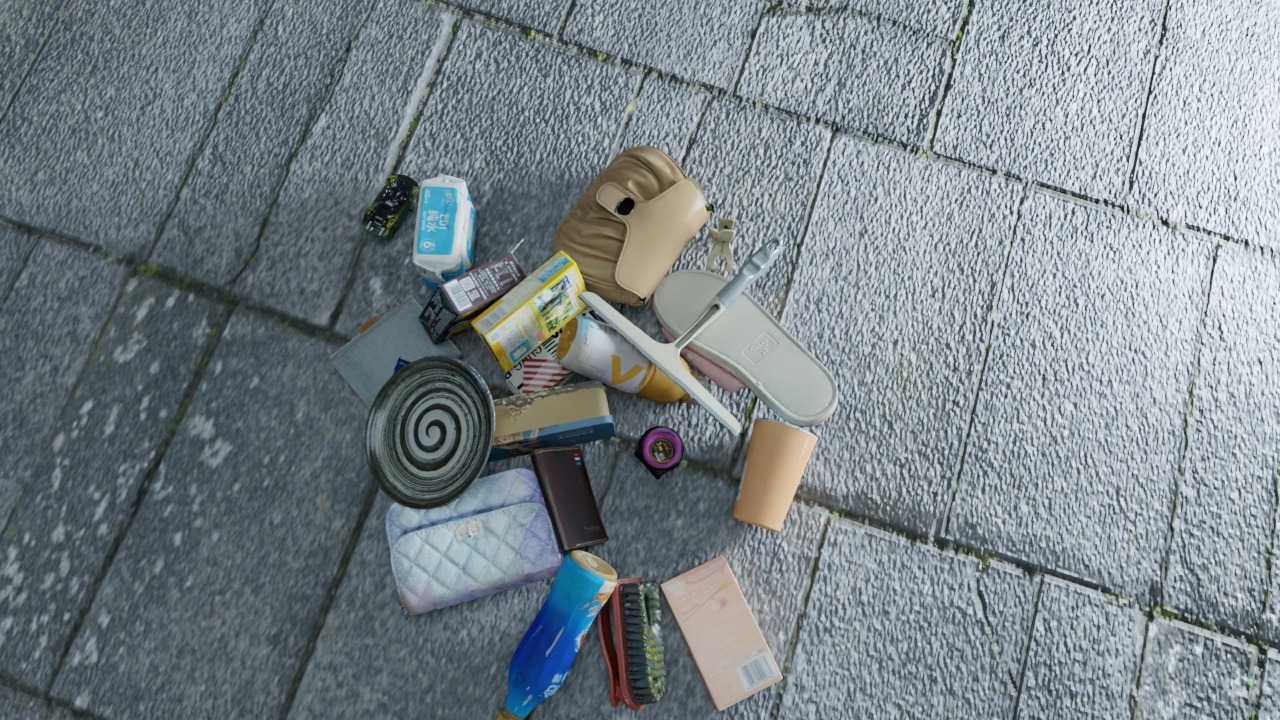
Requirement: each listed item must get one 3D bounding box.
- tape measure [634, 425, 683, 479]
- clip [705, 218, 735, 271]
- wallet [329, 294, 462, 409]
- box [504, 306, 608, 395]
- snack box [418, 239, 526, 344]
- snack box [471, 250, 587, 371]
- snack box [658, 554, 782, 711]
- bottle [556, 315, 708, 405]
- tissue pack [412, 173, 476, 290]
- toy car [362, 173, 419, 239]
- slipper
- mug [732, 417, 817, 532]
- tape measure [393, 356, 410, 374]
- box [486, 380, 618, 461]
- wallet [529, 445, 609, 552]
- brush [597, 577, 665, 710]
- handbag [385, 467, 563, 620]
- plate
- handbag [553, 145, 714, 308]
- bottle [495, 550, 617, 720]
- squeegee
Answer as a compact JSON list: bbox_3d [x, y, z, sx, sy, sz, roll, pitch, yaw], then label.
[{"bbox_3d":[0.025,0.109,1.119,0.058,0.039,0.057,-45,81,-7],"label":"tape measure"},{"bbox_3d":[0.104,-0.139,1.163,0.035,0.103,0.092,6,98,-2],"label":"clip"},{"bbox_3d":[-0.305,-0.006,1.141,0.129,0.037,0.106,-40,91,-10],"label":"wallet"},{"bbox_3d":[-0.098,-0.013,1.139,0.164,0.057,0.071,-43,94,-13],"label":"box"},{"bbox_3d":[-0.196,-0.081,1.110,0.125,0.113,0.053,-29,87,-30],"label":"snack box"},{"bbox_3d":[-0.128,-0.058,1.097,0.140,0.087,0.034,-39,61,-10],"label":"snack box"},{"bbox_3d":[0.092,0.316,1.072,0.084,0.026,0.157,-24,77,-7],"label":"snack box"},{"bbox_3d":[-0.007,0.006,1.110,0.189,0.068,0.068,22,74,-19],"label":"bottle"},{"bbox_3d":[-0.243,-0.156,1.154,0.063,0.090,0.140,3,75,-1],"label":"tissue pack"},{"bbox_3d":[-0.322,-0.199,1.190,0.043,0.036,0.091,28,77,7],"label":"toy car"},{"bbox_3d":[0.128,-0.015,1.144,0.274,0.054,0.114,39,73,18],"label":"slipper"},{"bbox_3d":[0.156,0.138,1.099,0.078,0.078,0.122,20,80,3],"label":"mug"},{"bbox_3d":[-0.277,0.030,1.110,0.058,0.025,0.054,26,94,-11],"label":"tape measure"},{"bbox_3d":[-0.111,0.072,1.098,0.184,0.090,0.059,-10,73,0],"label":"box"},{"bbox_3d":[-0.083,0.161,1.079,0.020,0.096,0.122,-26,75,27],"label":"wallet"},{"bbox_3d":[-0.013,0.325,1.053,0.069,0.063,0.145,-12,75,27],"label":"brush"},{"bbox_3d":[-0.195,0.208,1.067,0.194,0.076,0.134,-16,76,-5],"label":"handbag"},{"bbox_3d":[-0.240,0.083,1.061,0.180,0.024,0.179,-5,77,23],"label":"plate"},{"bbox_3d":[-0.012,-0.172,1.159,0.148,0.100,0.204,33,76,13],"label":"handbag"},{"bbox_3d":[-0.102,0.321,1.029,0.065,0.065,0.219,29,94,6],"label":"bottle"},{"bbox_3d":[0.093,-0.068,1.119,0.246,0.039,0.246,41,68,8],"label":"squeegee"}]
